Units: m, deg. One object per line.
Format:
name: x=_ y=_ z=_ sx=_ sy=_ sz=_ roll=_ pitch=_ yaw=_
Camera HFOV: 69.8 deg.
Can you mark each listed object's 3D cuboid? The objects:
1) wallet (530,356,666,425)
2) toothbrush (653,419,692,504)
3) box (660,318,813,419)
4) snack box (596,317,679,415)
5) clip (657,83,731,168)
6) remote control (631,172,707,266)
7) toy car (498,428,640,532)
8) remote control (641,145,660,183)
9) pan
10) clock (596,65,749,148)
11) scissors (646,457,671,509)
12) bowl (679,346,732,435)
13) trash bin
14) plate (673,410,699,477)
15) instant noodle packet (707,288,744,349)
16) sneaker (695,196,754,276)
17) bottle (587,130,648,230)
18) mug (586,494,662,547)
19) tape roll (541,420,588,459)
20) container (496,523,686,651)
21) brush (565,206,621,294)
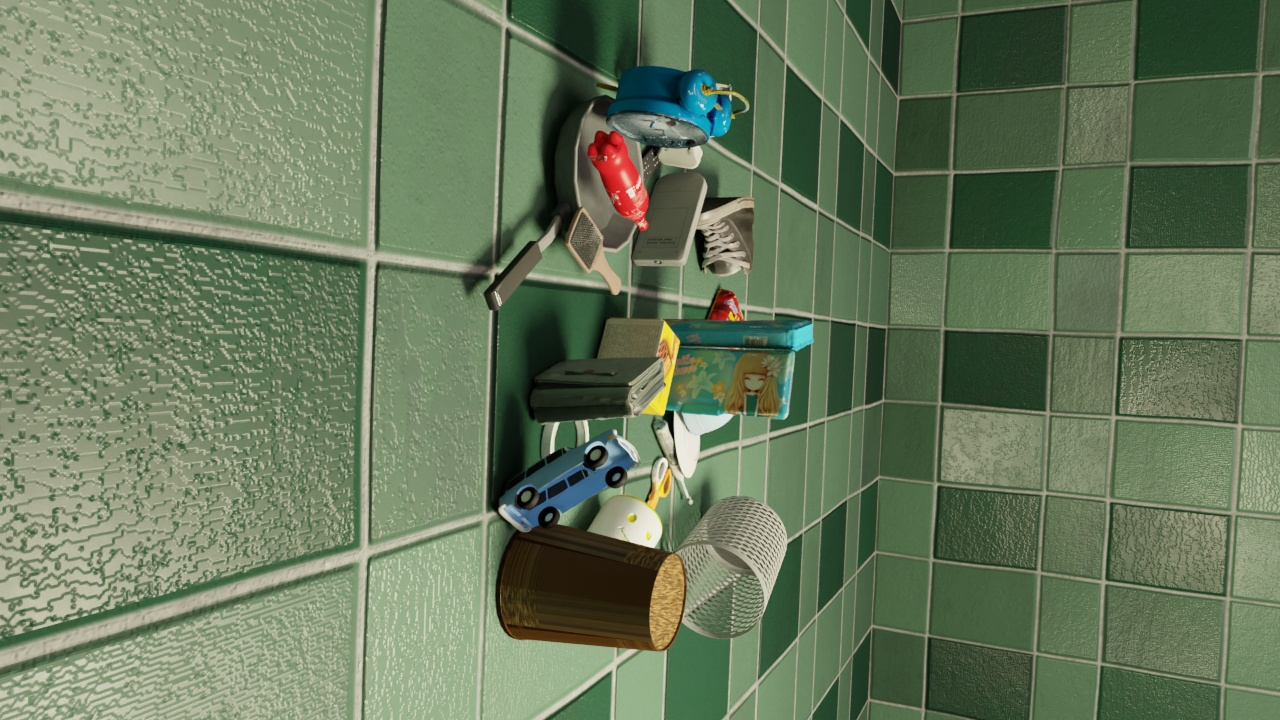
wallet: x=-0.045 y=0.029 z=1.003 sx=0.100 sy=0.132 sz=0.054 roll=-49 pitch=132 yaw=-55
toothbrush: x=0.051 y=0.154 z=1.360 sx=0.022 sy=0.024 sz=0.186 roll=-29 pitch=132 yaw=-10
box: x=0.096 y=-0.010 z=1.189 sx=0.171 sy=0.228 sz=0.084 roll=-62 pitch=145 yaw=-43
snack box: x=-0.007 y=0.007 z=1.140 sx=0.061 sy=0.084 sz=0.105 roll=46 pitch=52 yaw=-57
clip: x=0.054 y=-0.324 z=1.192 sx=0.152 sy=0.126 sz=0.104 roll=63 pitch=43 yaw=-69
remote control: x=0.042 y=-0.190 z=1.234 sx=0.019 sy=0.074 sz=0.150 roll=57 pitch=43 yaw=-52
toy car: x=-0.075 y=0.122 z=0.954 sx=0.056 sy=0.153 sz=0.054 roll=53 pitch=9 yaw=-43
remote control: x=0.015 y=-0.272 z=1.242 sx=0.139 sy=0.009 sz=0.030 roll=-58 pitch=143 yaw=-47
pan: x=-0.083 y=-0.162 z=1.001 sx=0.356 sy=0.041 sz=0.179 roll=-59 pitch=144 yaw=-46
clock: x=0.040 y=-0.279 z=1.014 sx=0.116 sy=0.162 sz=0.060 roll=19 pitch=78 yaw=-67
scissors: x=0.019 y=0.193 z=1.304 sx=0.128 sy=0.013 sz=0.065 roll=-62 pitch=145 yaw=-45
bowl: x=0.109 y=0.034 z=1.374 sx=0.150 sy=0.075 sz=0.150 roll=-8 pitch=90 yaw=-72
trash bin: x=0.137 y=0.309 z=1.415 sx=0.182 sy=0.157 sz=0.156 roll=-40 pitch=129 yaw=-61
plate: x=0.074 y=0.109 z=1.385 sx=0.134 sy=0.011 sz=0.134 roll=-5 pitch=90 yaw=-73
instant noodle packet: x=0.137 y=-0.042 z=1.507 sx=0.098 sy=0.040 sz=0.135 roll=61 pitch=40 yaw=-38
sneaker: x=0.113 y=-0.186 z=1.379 sx=0.234 sy=0.095 sz=0.120 roll=-25 pitch=116 yaw=-71
bottle: x=-0.019 y=-0.198 z=1.033 sx=0.141 sy=0.042 sz=0.041 roll=60 pitch=40 yaw=-50
mug: x=-0.030 y=0.227 z=1.117 sx=0.105 sy=0.083 sz=0.083 roll=-53 pitch=139 yaw=-50
tape roll: x=-0.086 y=0.096 z=1.061 sx=0.093 sy=0.013 sz=0.093 roll=3 pitch=90 yaw=-66
container: x=-0.047 y=0.244 z=0.978 sx=0.132 sy=0.167 sz=0.132 roll=4 pitch=90 yaw=-65
brush: x=-0.045 y=-0.113 z=1.023 sx=0.136 sy=0.015 sz=0.049 roll=54 pitch=51 yaw=-55
